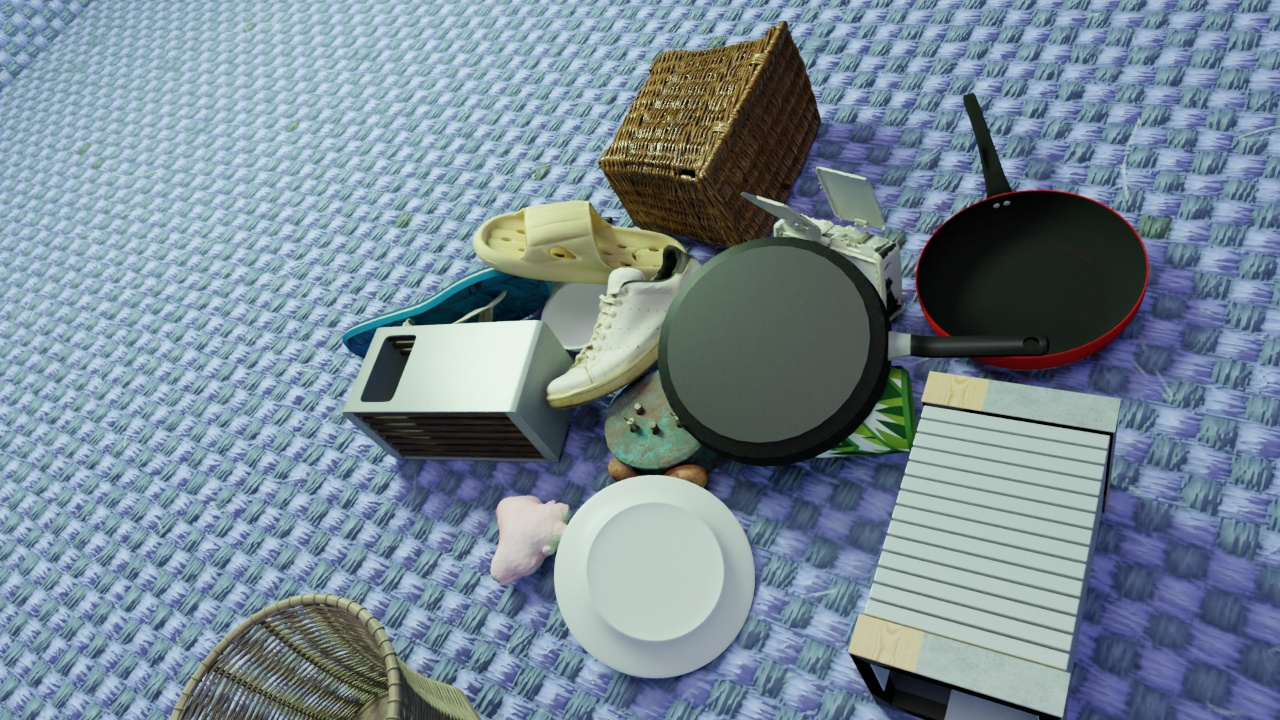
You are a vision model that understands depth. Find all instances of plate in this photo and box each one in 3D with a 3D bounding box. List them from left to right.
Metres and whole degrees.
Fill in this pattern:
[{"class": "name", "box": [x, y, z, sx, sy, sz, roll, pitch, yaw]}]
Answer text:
[{"class": "plate", "box": [0.013, 0.197, 0.859, 0.188, 0.016, 0.188, 0, 67, 0]}]

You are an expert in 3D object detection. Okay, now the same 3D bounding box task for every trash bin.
[{"class": "trash bin", "box": [-0.201, 0.038, 1.053, 0.229, 0.114, 0.114, -1, 56, 23]}, {"class": "trash bin", "box": [0.281, 0.158, 0.733, 0.143, 0.142, 0.246, 9, 61, 29]}]

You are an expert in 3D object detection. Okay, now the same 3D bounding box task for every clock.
[{"class": "clock", "box": [0.023, 0.084, 0.948, 0.121, 0.073, 0.157, 2, 59, 25]}]

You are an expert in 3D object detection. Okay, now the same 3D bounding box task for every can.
[{"class": "can", "box": [0.188, 0.052, 0.889, 0.144, 0.083, 0.082, -6, 55, 20]}]

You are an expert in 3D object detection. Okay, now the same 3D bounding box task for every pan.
[{"class": "pan", "box": [0.183, -0.014, 0.847, 0.357, 0.034, 0.225, -1, 73, 23]}, {"class": "pan", "box": [0.381, -0.141, 0.951, 0.209, 0.067, 0.355, -13, 52, 16]}]

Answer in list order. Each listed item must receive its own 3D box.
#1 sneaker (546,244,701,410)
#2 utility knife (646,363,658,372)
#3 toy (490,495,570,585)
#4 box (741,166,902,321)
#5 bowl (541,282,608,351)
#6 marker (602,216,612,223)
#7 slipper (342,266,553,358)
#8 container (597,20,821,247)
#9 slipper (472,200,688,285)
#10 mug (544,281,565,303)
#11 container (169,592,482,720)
[{"class": "sneaker", "box": [-0.017, -0.043, 1.006, 0.241, 0.102, 0.089, -39, 14, -21]}, {"class": "utility knife", "box": [-0.006, 0.006, 1.055, 0.118, 0.015, 0.022, -9, 47, 21]}, {"class": "toy", "box": [-0.114, 0.178, 0.956, 0.093, 0.050, 0.102, -19, 48, 15]}, {"class": "box", "box": [0.190, -0.119, 0.945, 0.145, 0.186, 0.065, 25, 72, 42]}, {"class": "bowl", "box": [-0.061, -0.049, 1.100, 0.110, 0.040, 0.109, -13, 53, 18]}, {"class": "marker", "box": [-0.107, -0.183, 1.237, 0.152, 0.011, 0.011, -2, 56, 22]}, {"class": "slipper", "box": [-0.235, -0.040, 1.132, 0.295, 0.118, 0.060, -18, 65, 18]}, {"class": "container", "box": [0.081, -0.266, 1.120, 0.183, 0.162, 0.249, 10, 61, 35]}, {"class": "slipper", "box": [-0.060, -0.146, 1.068, 0.261, 0.079, 0.111, 6, 39, -15]}, {"class": "mug", "box": [-0.118, -0.125, 1.150, 0.115, 0.094, 0.068, -2, 51, -5]}, {"class": "container", "box": [-0.262, 0.348, 0.806, 0.227, 0.196, 0.226, -12, 53, 16]}]
